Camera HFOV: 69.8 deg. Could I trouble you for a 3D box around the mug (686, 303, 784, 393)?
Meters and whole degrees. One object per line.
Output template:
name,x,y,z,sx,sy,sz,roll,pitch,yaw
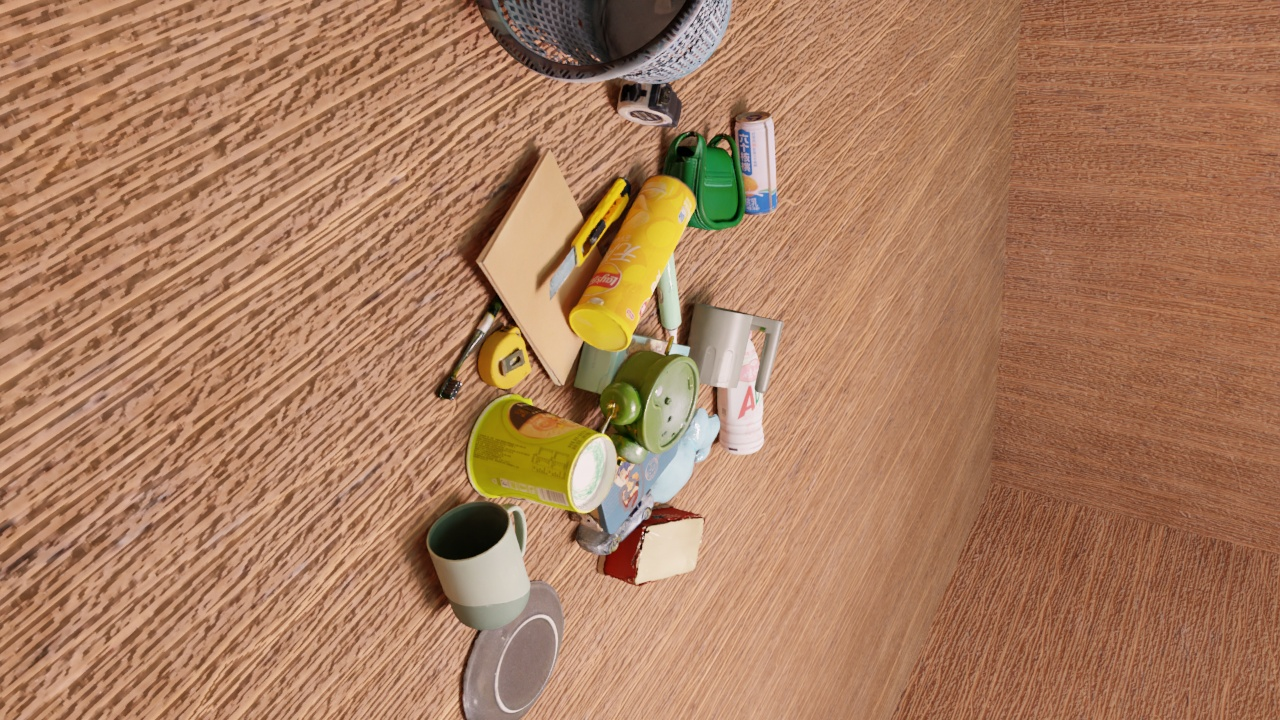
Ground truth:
mug,0.123,-0.016,1.244,0.083,0.124,0.103,-13,116,-75

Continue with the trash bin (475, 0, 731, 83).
trash bin,-0.011,-0.348,0.841,0.194,0.227,0.226,-9,109,-70

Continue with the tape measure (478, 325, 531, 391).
tape measure,-0.134,0.000,0.920,0.057,0.029,0.060,-45,136,-41

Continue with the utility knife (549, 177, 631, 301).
utility knife,-0.052,-0.134,0.987,0.214,0.015,0.033,-61,146,-41

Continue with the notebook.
notebook,-0.090,-0.091,0.956,0.149,0.012,0.211,-65,151,-26

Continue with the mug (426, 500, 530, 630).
mug,-0.150,0.198,0.917,0.111,0.082,0.106,-48,137,-43

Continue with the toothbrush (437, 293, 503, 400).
toothbrush,-0.146,-0.040,0.896,0.185,0.017,0.012,-63,143,-22

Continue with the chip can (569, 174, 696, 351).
chip can,-0.005,-0.112,1.030,0.212,0.072,0.072,-64,147,-31

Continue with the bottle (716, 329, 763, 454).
bottle,0.146,0.040,1.358,0.068,0.068,0.197,-33,125,-49

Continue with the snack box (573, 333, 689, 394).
snack box,-0.007,0.006,1.107,0.174,0.052,0.074,9,95,-59

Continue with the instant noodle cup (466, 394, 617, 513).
instant noodle cup,-0.093,0.100,0.931,0.111,0.124,0.112,-27,123,-52

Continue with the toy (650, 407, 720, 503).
toy,0.052,0.135,1.251,0.156,0.050,0.161,-65,153,-2

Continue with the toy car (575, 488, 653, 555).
toy car,-0.031,0.193,1.136,0.120,0.054,0.037,-41,137,-43

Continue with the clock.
clock,0.005,0.053,1.042,0.160,0.056,0.116,-44,140,-37

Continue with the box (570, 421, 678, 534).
box,-0.019,0.122,1.123,0.183,0.061,0.090,-47,139,-38

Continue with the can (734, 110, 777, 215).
can,0.161,-0.273,1.273,0.053,0.053,0.135,-42,135,-44

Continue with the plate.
plate,-0.136,0.343,1.050,0.179,0.024,0.180,-28,124,-51

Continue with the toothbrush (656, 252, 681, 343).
toothbrush,0.036,-0.074,1.172,0.027,0.026,0.225,-21,123,-20

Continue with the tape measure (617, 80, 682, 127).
tape measure,0.008,-0.283,1.009,0.065,0.066,0.033,24,77,-75

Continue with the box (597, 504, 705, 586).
box,0.024,0.248,1.224,0.168,0.077,0.091,7,94,-58

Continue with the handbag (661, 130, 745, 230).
handbag,0.081,-0.225,1.148,0.131,0.068,0.120,-19,116,-55
